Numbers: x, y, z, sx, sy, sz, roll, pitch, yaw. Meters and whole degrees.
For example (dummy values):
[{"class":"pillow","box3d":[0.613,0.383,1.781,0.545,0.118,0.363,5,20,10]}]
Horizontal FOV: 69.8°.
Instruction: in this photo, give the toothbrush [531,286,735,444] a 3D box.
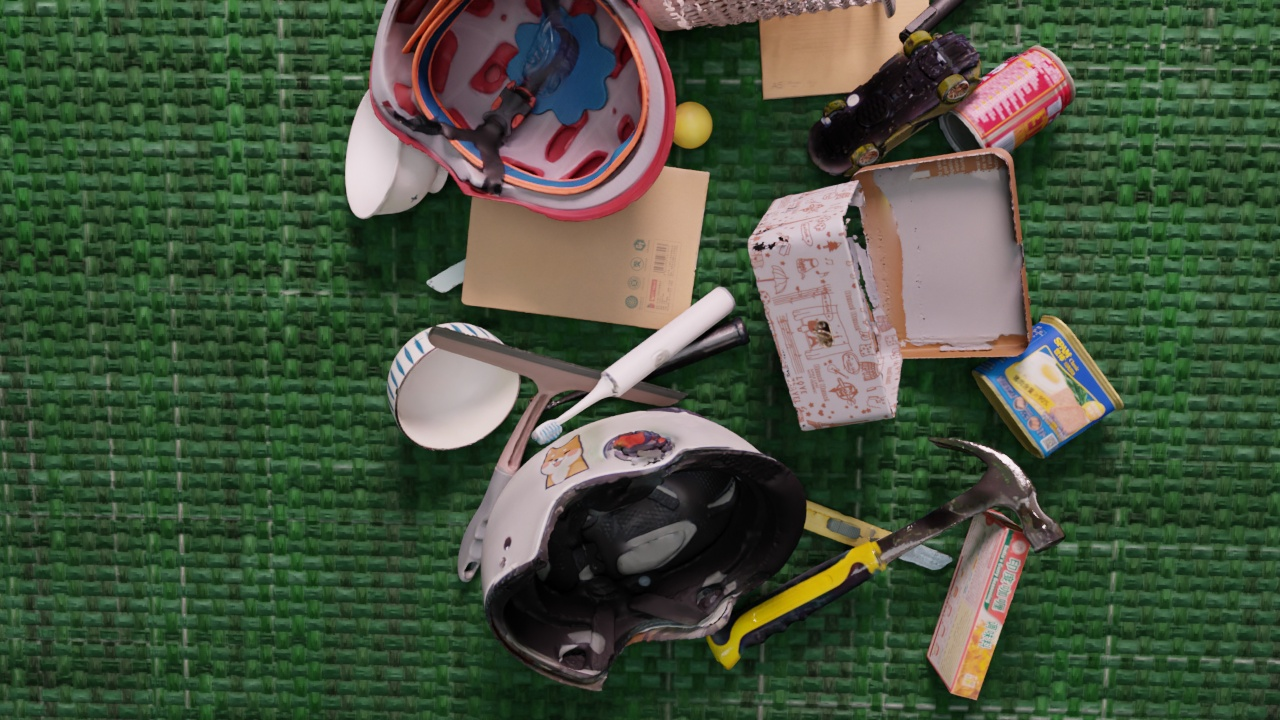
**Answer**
[{"class":"toothbrush","box3d":[-0.005,0.005,0.799,0.220,0.026,0.027,-36,125,-20]}]

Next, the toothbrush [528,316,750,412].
[{"class":"toothbrush","box3d":[-0.003,0.008,0.844,0.213,0.026,0.027,-20,105,4]}]

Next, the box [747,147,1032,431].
[{"class":"box","box3d":[0.215,-0.057,0.746,0.194,0.156,0.183,-9,113,26]}]

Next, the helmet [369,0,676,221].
[{"class":"helmet","box3d":[-0.076,-0.232,0.736,0.240,0.143,0.207,35,119,-8]}]

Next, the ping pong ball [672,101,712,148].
[{"class":"ping pong ball","box3d":[0.044,-0.208,0.813,0.040,0.040,0.040,0,96,1]}]

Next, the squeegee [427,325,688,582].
[{"class":"squeegee","box3d":[-0.119,0.098,0.841,0.247,0.040,0.250,16,111,-29]}]

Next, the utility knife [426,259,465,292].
[{"class":"utility knife","box3d":[-0.105,-0.117,0.837,0.204,0.018,0.034,-30,102,3]}]

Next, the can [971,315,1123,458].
[{"class":"can","box3d":[0.361,0.025,0.821,0.083,0.057,0.102,-37,93,7]}]

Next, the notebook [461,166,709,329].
[{"class":"notebook","box3d":[-0.050,-0.110,0.826,0.207,0.008,0.148,7,101,-3]}]

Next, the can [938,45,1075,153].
[{"class":"can","box3d":[0.315,-0.218,0.791,0.094,0.066,0.066,-36,94,5]}]

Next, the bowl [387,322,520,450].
[{"class":"bowl","box3d":[-0.173,0.015,0.819,0.116,0.066,0.117,-19,130,-25]}]

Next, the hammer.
[{"class":"hammer","box3d":[0.196,0.181,0.822,0.324,0.032,0.126,-34,61,17]}]

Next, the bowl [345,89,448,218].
[{"class":"bowl","box3d":[-0.206,-0.178,0.804,0.064,0.118,0.118,5,98,-38]}]

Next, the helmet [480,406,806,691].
[{"class":"helmet","box3d":[-0.014,0.136,0.786,0.274,0.157,0.230,-29,131,-7]}]

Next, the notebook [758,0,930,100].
[{"class":"notebook","box3d":[0.177,-0.342,0.811,0.149,0.012,0.211,-3,96,3]}]

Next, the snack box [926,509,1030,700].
[{"class":"snack box","box3d":[0.304,0.217,0.831,0.027,0.077,0.156,16,96,0]}]

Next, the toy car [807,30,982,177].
[{"class":"toy car","box3d":[0.216,-0.218,0.789,0.158,0.042,0.070,-34,58,22]}]

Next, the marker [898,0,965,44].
[{"class":"marker","box3d":[0.277,-0.321,0.795,0.132,0.022,0.020,-42,62,-3]}]

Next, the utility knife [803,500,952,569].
[{"class":"utility knife","box3d":[0.193,0.156,0.863,0.206,0.021,0.031,20,102,-5]}]

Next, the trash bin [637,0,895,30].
[{"class":"trash bin","box3d":[0.084,-0.358,0.717,0.192,0.227,0.227,-10,96,21]}]
